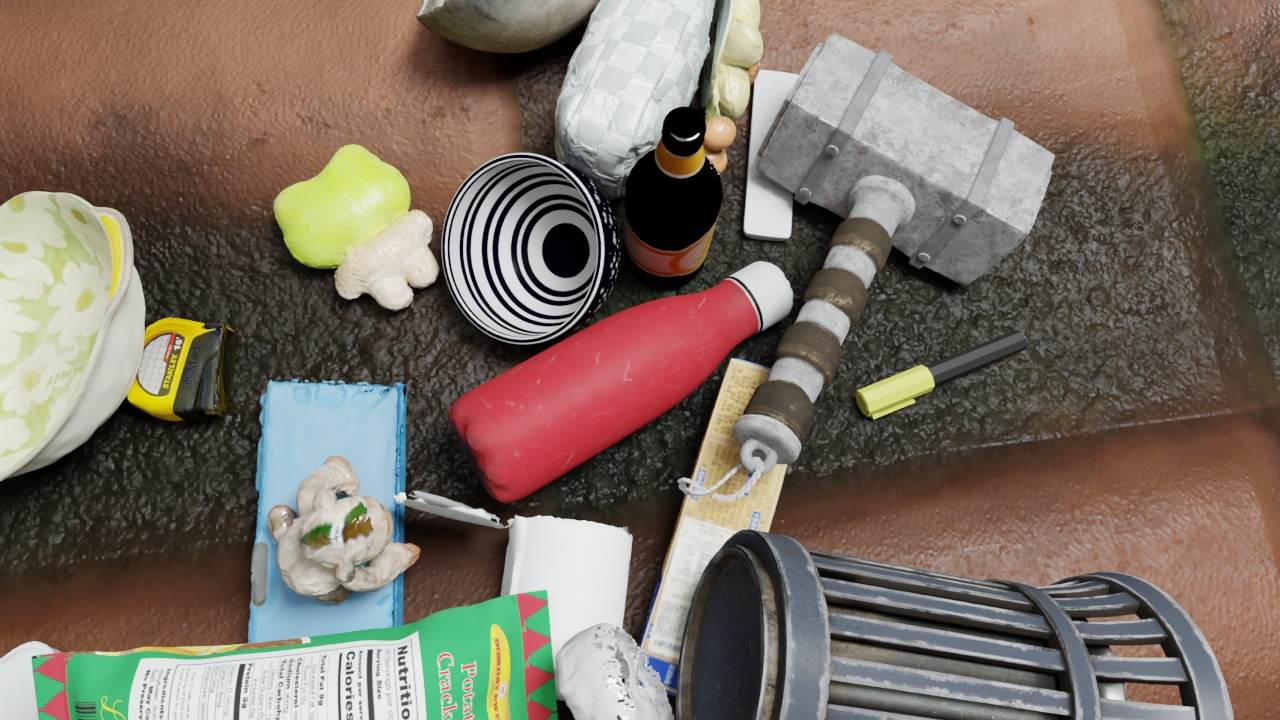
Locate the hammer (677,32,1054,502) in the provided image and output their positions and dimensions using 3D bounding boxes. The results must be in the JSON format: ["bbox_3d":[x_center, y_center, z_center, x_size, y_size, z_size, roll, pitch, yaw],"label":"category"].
[{"bbox_3d":[0.123,-0.044,0.564,0.177,0.080,0.325,30,64,2],"label":"hammer"}]

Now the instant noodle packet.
[{"bbox_3d":[-0.167,0.231,0.478,0.252,0.090,0.195,-5,94,-10],"label":"instant noodle packet"}]

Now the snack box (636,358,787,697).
[{"bbox_3d":[0.050,0.106,0.576,0.056,0.057,0.206,18,77,4],"label":"snack box"}]

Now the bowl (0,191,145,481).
[{"bbox_3d":[-0.372,-0.008,0.570,0.220,0.060,0.188,-29,64,14],"label":"bowl"}]

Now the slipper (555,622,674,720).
[{"bbox_3d":[0.001,0.251,0.490,0.074,0.112,0.247,-17,109,-11],"label":"slipper"}]

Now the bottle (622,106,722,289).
[{"bbox_3d":[0.020,-0.099,0.561,0.059,0.182,0.059,0,76,-2],"label":"bottle"}]

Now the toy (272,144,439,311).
[{"bbox_3d":[-0.188,-0.086,0.623,0.092,0.046,0.115,-41,87,-10],"label":"toy"}]

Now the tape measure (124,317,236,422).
[{"bbox_3d":[-0.301,0.007,0.599,0.064,0.037,0.065,-1,74,-2],"label":"tape measure"}]

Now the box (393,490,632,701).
[{"bbox_3d":[-0.081,0.139,0.543,0.150,0.080,0.106,12,74,-11],"label":"box"}]

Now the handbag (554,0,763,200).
[{"bbox_3d":[0.015,-0.185,0.622,0.123,0.113,0.171,25,76,-3],"label":"handbag"}]

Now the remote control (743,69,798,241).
[{"bbox_3d":[0.095,-0.149,0.663,0.033,0.012,0.130,6,76,-2],"label":"remote control"}]

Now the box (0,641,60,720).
[{"bbox_3d":[-0.376,0.293,0.517,0.188,0.037,0.208,-33,68,-11],"label":"box"}]

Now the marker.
[{"bbox_3d":[0.206,0.009,0.624,0.123,0.017,0.021,-21,110,-8],"label":"marker"}]

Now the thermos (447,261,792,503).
[{"bbox_3d":[-0.004,0.004,0.591,0.239,0.073,0.073,-30,78,-17],"label":"thermos"}]

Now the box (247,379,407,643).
[{"bbox_3d":[-0.193,0.126,0.565,0.093,0.052,0.231,-1,76,-3],"label":"box"}]

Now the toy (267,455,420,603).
[{"bbox_3d":[-0.168,0.091,0.510,0.074,0.106,0.085,-25,85,-20],"label":"toy"}]

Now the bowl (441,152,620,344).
[{"bbox_3d":[-0.063,-0.073,0.605,0.120,0.066,0.120,3,97,25],"label":"bowl"}]

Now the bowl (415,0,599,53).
[{"bbox_3d":[-0.064,-0.269,0.630,0.081,0.179,0.178,46,76,-28],"label":"bowl"}]

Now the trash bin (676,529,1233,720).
[{"bbox_3d":[0.146,0.176,0.478,0.227,0.164,0.164,12,75,-12],"label":"trash bin"}]
